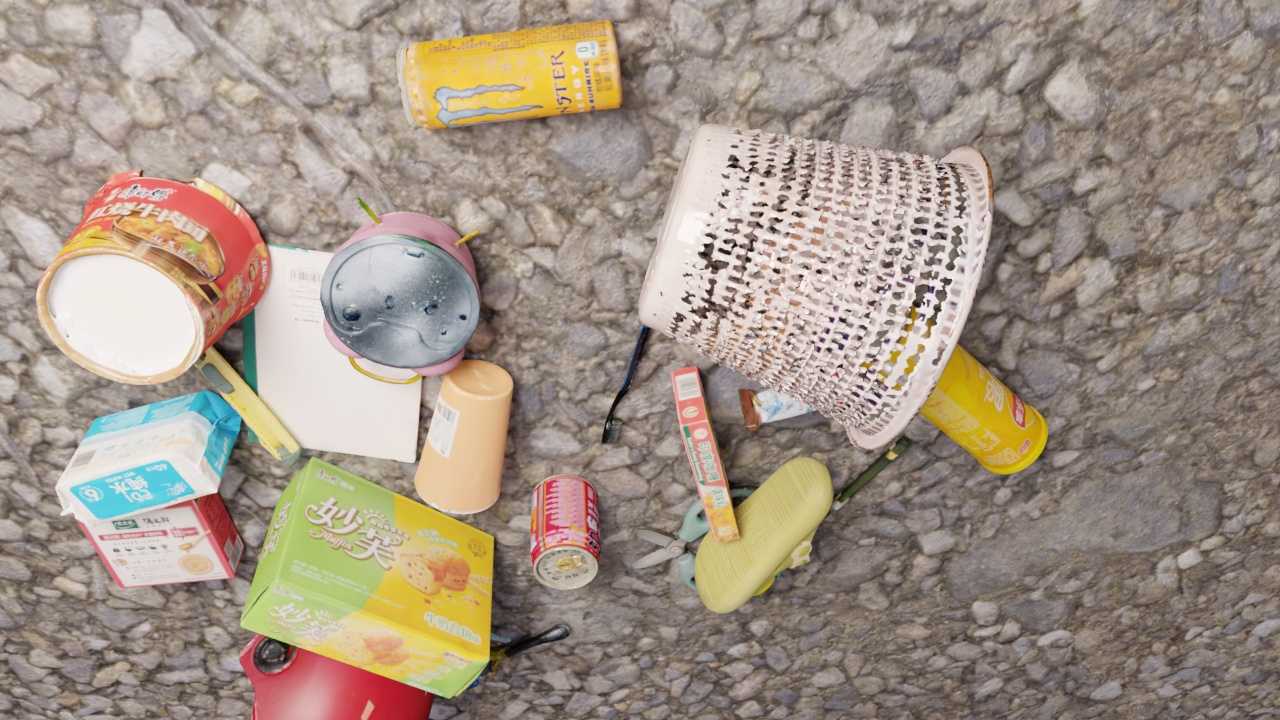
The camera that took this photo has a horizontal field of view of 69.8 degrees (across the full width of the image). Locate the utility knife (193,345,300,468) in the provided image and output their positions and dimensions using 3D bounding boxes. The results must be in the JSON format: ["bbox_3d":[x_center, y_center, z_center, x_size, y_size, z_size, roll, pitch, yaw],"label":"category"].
[{"bbox_3d":[-0.357,0.013,0.781,0.031,0.022,0.213,-24,115,12],"label":"utility knife"}]

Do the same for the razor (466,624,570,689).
[{"bbox_3d":[-0.142,0.328,1.045,0.143,0.022,0.042,-25,88,12],"label":"razor"}]

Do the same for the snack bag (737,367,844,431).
[{"bbox_3d":[0.144,0.036,0.844,0.104,0.026,0.048,-12,116,4],"label":"snack bag"}]

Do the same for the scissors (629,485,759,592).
[{"bbox_3d":[0.081,0.187,0.960,0.170,0.019,0.179,29,121,-23],"label":"scissors"}]

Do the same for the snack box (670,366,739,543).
[{"bbox_3d":[0.060,0.089,0.844,0.027,0.077,0.156,-14,128,5],"label":"snack box"}]

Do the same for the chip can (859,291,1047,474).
[{"bbox_3d":[0.274,0.024,0.818,0.213,0.072,0.072,33,118,-27],"label":"chip can"}]

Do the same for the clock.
[{"bbox_3d":[-0.186,-0.042,0.716,0.117,0.059,0.159,14,122,-14],"label":"clock"}]

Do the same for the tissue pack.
[{"bbox_3d":[-0.419,0.084,0.787,0.140,0.089,0.063,-15,127,6],"label":"tissue pack"}]

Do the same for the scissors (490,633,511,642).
[{"bbox_3d":[-0.204,0.288,1.008,0.133,0.017,0.135,18,119,-14],"label":"scissors"}]

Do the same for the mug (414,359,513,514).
[{"bbox_3d":[-0.153,0.065,0.810,0.078,0.078,0.123,9,121,-12],"label":"mug"}]

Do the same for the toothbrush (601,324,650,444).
[{"bbox_3d":[-0.005,0.005,0.814,0.016,0.014,0.190,10,125,-14],"label":"toothbrush"}]

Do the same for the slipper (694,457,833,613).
[{"bbox_3d":[0.132,0.178,0.892,0.081,0.091,0.191,27,116,-25],"label":"slipper"}]

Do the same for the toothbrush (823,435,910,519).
[{"bbox_3d":[0.211,0.141,0.940,0.017,0.012,0.186,23,122,-28],"label":"toothbrush"}]

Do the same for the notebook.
[{"bbox_3d":[-0.261,-0.001,0.785,0.150,0.012,0.210,8,125,-9],"label":"notebook"}]

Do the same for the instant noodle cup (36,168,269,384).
[{"bbox_3d":[-0.355,-0.054,0.668,0.138,0.108,0.138,-1,123,-2],"label":"instant noodle cup"}]

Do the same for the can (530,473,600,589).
[{"bbox_3d":[-0.072,0.164,0.878,0.066,0.093,0.067,-3,128,-4],"label":"can"}]

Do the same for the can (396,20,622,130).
[{"bbox_3d":[-0.087,-0.193,0.624,0.146,0.058,0.058,-7,128,0],"label":"can"}]

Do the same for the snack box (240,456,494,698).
[{"bbox_3d":[-0.240,0.201,0.850,0.210,0.157,0.070,31,117,-25],"label":"snack box"}]

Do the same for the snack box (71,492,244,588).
[{"bbox_3d":[-0.454,0.156,0.867,0.113,0.044,0.127,-4,129,-1],"label":"snack box"}]

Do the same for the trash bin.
[{"bbox_3d":[0.109,-0.070,0.658,0.192,0.226,0.228,17,125,-3],"label":"trash bin"}]

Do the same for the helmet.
[{"bbox_3d":[-0.275,0.314,0.890,0.144,0.239,0.207,-20,124,1],"label":"helmet"}]
